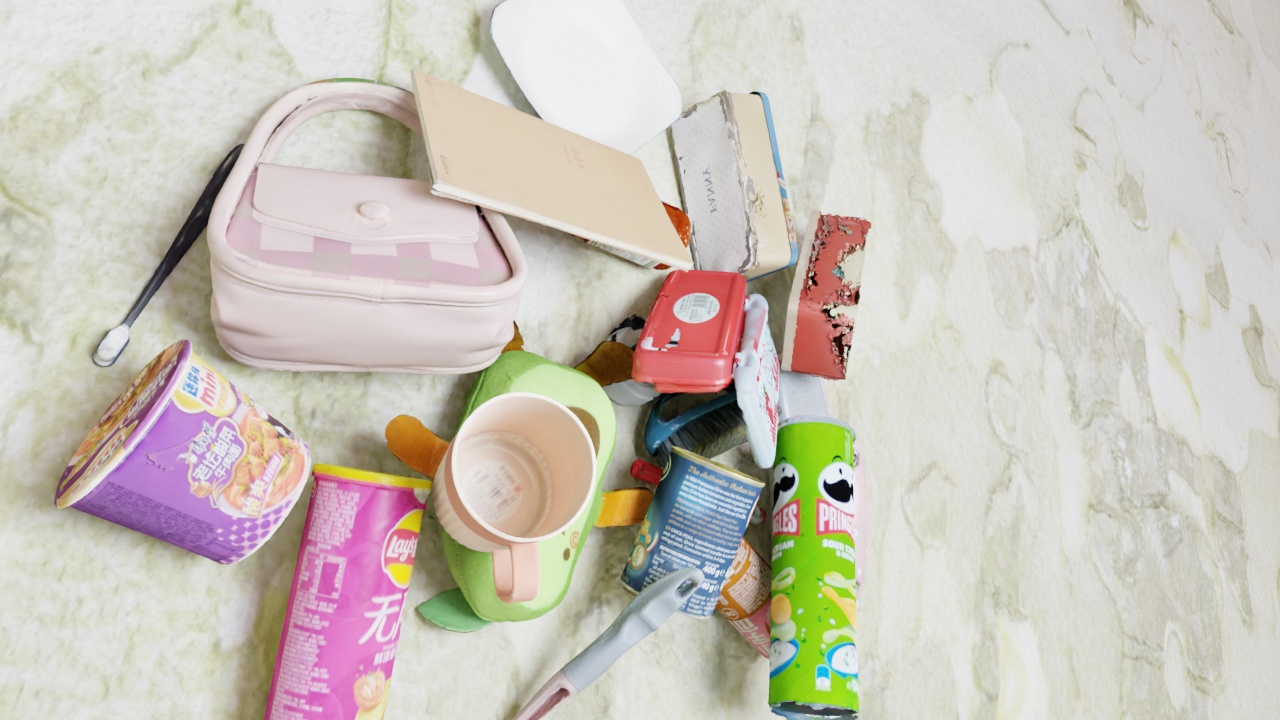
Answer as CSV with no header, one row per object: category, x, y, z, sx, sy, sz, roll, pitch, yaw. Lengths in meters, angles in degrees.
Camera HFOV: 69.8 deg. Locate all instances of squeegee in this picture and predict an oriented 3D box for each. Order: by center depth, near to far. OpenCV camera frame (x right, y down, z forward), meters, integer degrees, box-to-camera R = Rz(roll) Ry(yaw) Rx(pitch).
squeegee,-0.051,0.229,0.635,0.249,0.040,0.247,-43,105,-6

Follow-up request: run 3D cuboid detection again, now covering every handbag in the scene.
handbag,-0.185,-0.105,0.629,0.193,0.094,0.233,4,54,-23

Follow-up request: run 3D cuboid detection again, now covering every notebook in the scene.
notebook,-0.067,-0.143,0.694,0.211,0.012,0.149,14,39,-33

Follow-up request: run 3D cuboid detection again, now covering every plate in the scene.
plate,-0.050,-0.255,0.812,0.163,0.034,0.164,-43,104,-37

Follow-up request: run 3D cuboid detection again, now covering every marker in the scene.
marker,0.053,0.116,0.797,0.145,0.017,0.017,25,63,-30

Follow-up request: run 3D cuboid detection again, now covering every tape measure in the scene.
tape measure,-0.005,0.005,0.775,0.066,0.034,0.065,48,52,-14

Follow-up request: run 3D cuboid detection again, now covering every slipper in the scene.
slipper,0.166,0.120,0.856,0.114,0.055,0.274,3,75,-37

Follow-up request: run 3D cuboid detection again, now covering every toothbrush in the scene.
toothbrush,-0.296,-0.073,0.589,0.015,0.018,0.180,32,59,-22

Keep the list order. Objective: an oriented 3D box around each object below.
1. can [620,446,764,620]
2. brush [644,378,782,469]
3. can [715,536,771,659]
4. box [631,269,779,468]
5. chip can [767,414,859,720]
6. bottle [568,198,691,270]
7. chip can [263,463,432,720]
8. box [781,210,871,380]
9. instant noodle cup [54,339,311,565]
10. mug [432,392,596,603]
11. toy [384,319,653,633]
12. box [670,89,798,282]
can,0.038,0.130,0.691,0.075,0.075,0.111,23,88,-30
brush,0.057,0.047,0.798,0.143,0.055,0.073,-21,65,-40
can,0.085,0.189,0.774,0.147,0.058,0.057,48,54,-16
box,0.064,0.002,0.750,0.201,0.119,0.098,-68,159,-64
chip can,0.140,0.164,0.742,0.072,0.072,0.235,24,57,-30
bottle,-0.052,-0.133,0.763,0.206,0.060,0.059,19,66,-31
chip can,-0.180,0.171,0.548,0.071,0.072,0.210,14,81,-33
box,0.184,-0.064,0.861,0.167,0.076,0.091,-68,163,-47
instant noodle cup,-0.255,0.058,0.529,0.099,0.112,0.111,40,56,-31
mug,-0.078,0.087,0.551,0.081,0.106,0.114,-2,75,-20
toy,-0.078,0.074,0.664,0.226,0.090,0.246,20,64,-28
box,0.084,-0.165,0.852,0.060,0.090,0.184,-4,85,-37
